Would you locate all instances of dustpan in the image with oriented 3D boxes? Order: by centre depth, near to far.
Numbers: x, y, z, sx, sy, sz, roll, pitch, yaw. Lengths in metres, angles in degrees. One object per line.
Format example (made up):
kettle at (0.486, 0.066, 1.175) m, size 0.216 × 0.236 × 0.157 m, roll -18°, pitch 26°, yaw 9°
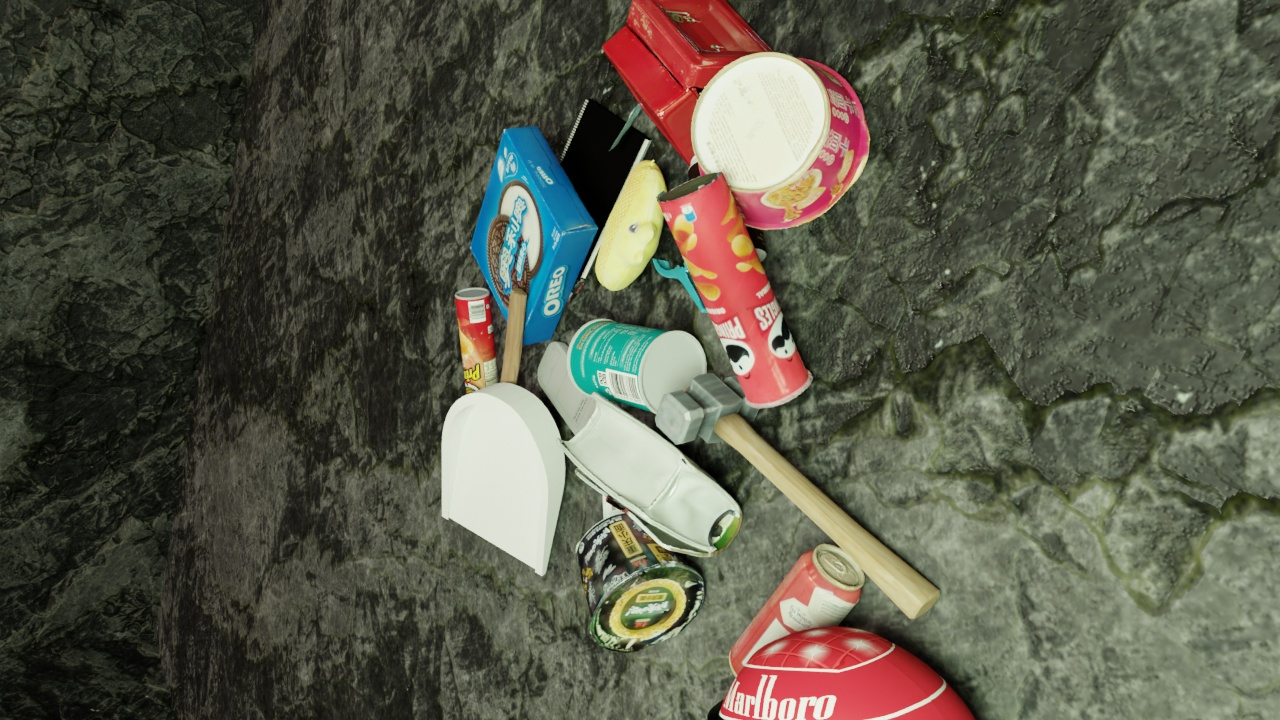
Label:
dustpan at (-0.201, 0.159, 1.277) m, size 0.192 × 0.053 × 0.258 m, roll 24°, pitch 116°, yaw 24°

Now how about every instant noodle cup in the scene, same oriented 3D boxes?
instant noodle cup at (0.126, -0.225, 0.907) m, size 0.179 × 0.077 × 0.178 m, roll -2°, pitch 85°, yaw 25°
instant noodle cup at (-0.009, 0.251, 1.065) m, size 0.137 × 0.137 × 0.112 m, roll -66°, pitch 33°, yaw 24°

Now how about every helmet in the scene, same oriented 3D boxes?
helmet at (0.164, 0.343, 0.780) m, size 0.272 × 0.197 × 0.224 m, roll -19°, pitch 81°, yaw 49°

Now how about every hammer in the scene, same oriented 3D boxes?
hammer at (0.154, 0.125, 0.897) m, size 0.323 × 0.117 × 0.051 m, roll 43°, pitch 129°, yaw 34°
hammer at (-0.189, 0.050, 1.302) m, size 0.098 × 0.052 × 0.329 m, roll 36°, pitch 127°, yaw 36°

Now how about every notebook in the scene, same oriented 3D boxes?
notebook at (-0.074, -0.233, 1.244) m, size 0.149 × 0.016 × 0.207 m, roll 45°, pitch 116°, yaw 41°

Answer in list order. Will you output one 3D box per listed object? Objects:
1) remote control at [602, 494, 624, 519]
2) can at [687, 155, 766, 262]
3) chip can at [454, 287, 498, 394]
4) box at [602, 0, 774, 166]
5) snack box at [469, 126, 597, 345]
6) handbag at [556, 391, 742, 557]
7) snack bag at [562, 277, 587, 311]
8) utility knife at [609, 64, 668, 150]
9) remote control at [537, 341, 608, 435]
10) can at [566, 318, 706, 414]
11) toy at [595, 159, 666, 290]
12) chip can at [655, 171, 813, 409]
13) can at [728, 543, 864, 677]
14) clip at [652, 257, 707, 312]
remote control at (-0.027, 0.191, 1.165) m, size 0.050 × 0.024 × 0.143 m, roll -14°, pitch 77°, yaw 50°
can at (0.094, -0.162, 1.002) m, size 0.072 × 0.071 × 0.128 m, roll -22°, pitch 70°, yaw 48°
chip can at (-0.240, 0.001, 1.369) m, size 0.052 × 0.051 × 0.215 m, roll 26°, pitch 125°, yaw 49°
box at (0.041, -0.312, 1.042) m, size 0.157 × 0.146 × 0.156 m, roll 61°, pitch 142°, yaw 34°
snack box at (-0.154, -0.168, 1.261) m, size 0.195 × 0.056 × 0.240 m, roll 60°, pitch 145°, yaw 26°
handbag at (0.007, 0.133, 1.038) m, size 0.096 × 0.142 × 0.199 m, roll -52°, pitch 41°, yaw -6°
snack bag at (-0.120, -0.150, 1.307) m, size 0.075 × 0.018 × 0.155 m, roll -46°, pitch 55°, yaw 38°
utility knife at (0.020, -0.351, 1.132) m, size 0.015 × 0.031 × 0.225 m, roll 39°, pitch 118°, yaw 8°
remote control at (-0.095, 0.039, 1.263) m, size 0.151 × 0.019 × 0.074 m, roll 50°, pitch 125°, yaw 39°
can at (-0.006, 0.006, 1.092) m, size 0.144 × 0.099 × 0.099 m, roll 12°, pitch 97°, yaw 51°
toy at (-0.010, -0.163, 1.124) m, size 0.154 × 0.064 × 0.171 m, roll -110°, pitch 39°, yaw -65°
chip can at (0.094, -0.069, 0.902) m, size 0.073 × 0.073 × 0.233 m, roll -1°, pitch 122°, yaw 51°
can at (0.152, 0.258, 0.905) m, size 0.067 × 0.067 × 0.170 m, roll 53°, pitch 126°, yaw 38°
clip at (0.066, -0.126, 1.073) m, size 0.130 × 0.031 × 0.121 m, roll 30°, pitch 106°, yaw 48°
